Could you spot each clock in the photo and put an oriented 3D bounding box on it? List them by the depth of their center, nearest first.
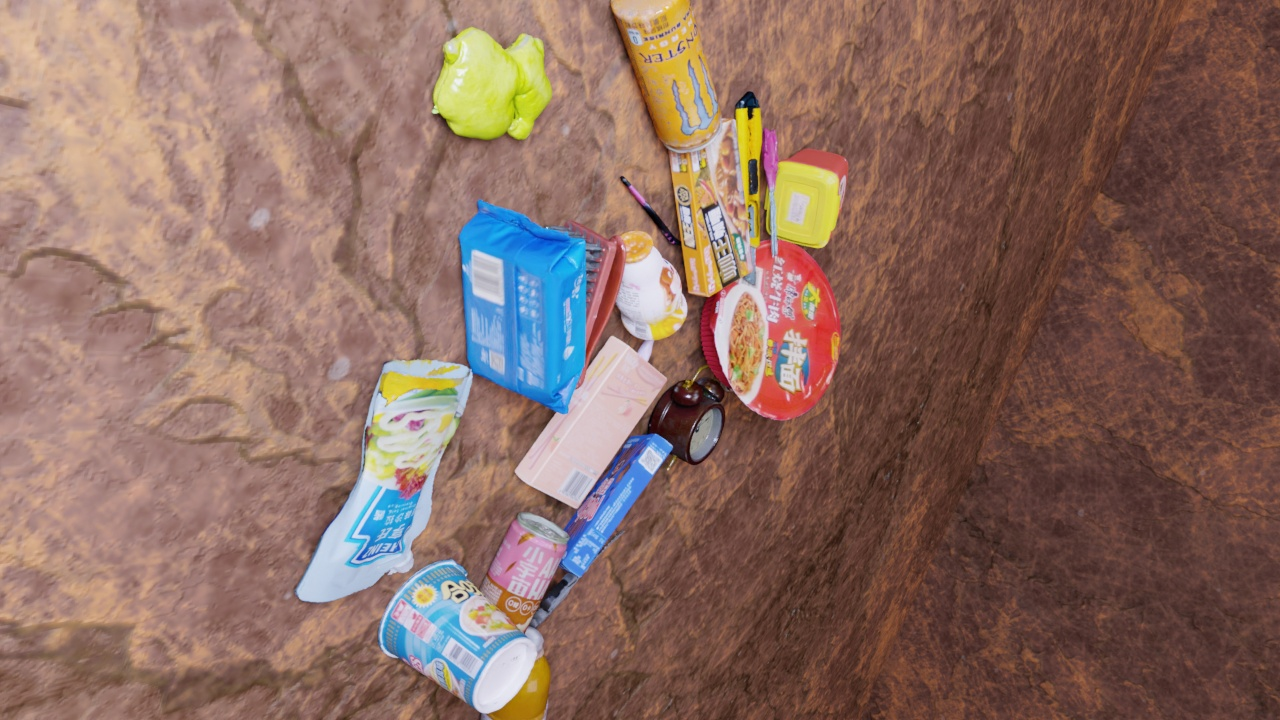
[{"bbox_3d":[0.055,0.060,1.011,0.081,0.055,0.122,-4,115,-55],"label":"clock"}]

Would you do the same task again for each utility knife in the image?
[{"bbox_3d":[0.110,-0.168,0.911,0.033,0.015,0.193,-18,112,-39],"label":"utility knife"}]

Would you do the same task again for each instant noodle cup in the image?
[{"bbox_3d":[-0.152,0.241,0.788,0.099,0.110,0.099,-35,139,-38],"label":"instant noodle cup"},{"bbox_3d":[0.132,-0.033,0.995,0.193,0.066,0.194,1,88,-39],"label":"instant noodle cup"}]

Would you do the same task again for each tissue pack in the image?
[{"bbox_3d":[-0.086,-0.038,0.689,0.052,0.095,0.157,-38,142,-45],"label":"tissue pack"}]

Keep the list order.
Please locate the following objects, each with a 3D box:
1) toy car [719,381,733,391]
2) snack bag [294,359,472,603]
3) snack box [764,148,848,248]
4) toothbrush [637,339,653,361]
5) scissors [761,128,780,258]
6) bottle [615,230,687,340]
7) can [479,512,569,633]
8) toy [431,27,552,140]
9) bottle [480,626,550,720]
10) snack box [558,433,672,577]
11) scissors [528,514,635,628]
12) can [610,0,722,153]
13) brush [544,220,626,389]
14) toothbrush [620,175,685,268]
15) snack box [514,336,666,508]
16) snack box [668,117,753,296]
[{"bbox_3d":[0.128,0.015,1.108,0.090,0.035,0.042,-11,121,-50],"label":"toy car"},{"bbox_3d":[-0.188,0.092,0.693,0.110,0.039,0.191,-8,121,-67],"label":"snack bag"},{"bbox_3d":[0.184,-0.182,1.004,0.079,0.082,0.091,-49,150,-46],"label":"snack box"},{"bbox_3d":[-0.005,0.005,0.915,0.029,0.021,0.189,-73,-176,-78],"label":"toothbrush"},{"bbox_3d":[0.133,-0.170,0.932,0.077,0.017,0.137,-4,94,-76],"label":"scissors"},{"bbox_3d":[0.005,-0.068,0.829,0.063,0.063,0.108,-50,147,-21],"label":"bottle"},{"bbox_3d":[-0.123,0.221,0.866,0.058,0.058,0.147,23,94,-59],"label":"can"},{"bbox_3d":[-0.098,-0.183,0.620,0.100,0.031,0.097,-45,147,-29],"label":"toy"},{"bbox_3d":[-0.130,0.359,0.951,0.067,0.068,0.190,-22,130,-48],"label":"bottle"},{"bbox_3d":[-0.033,0.143,0.926,0.157,0.026,0.085,-54,-171,-15],"label":"snack box"},{"bbox_3d":[-0.063,0.227,0.978,0.159,0.014,0.170,-48,169,1],"label":"scissors"},{"bbox_3d":[0.024,-0.236,0.734,0.058,0.058,0.146,-53,148,-17],"label":"can"},{"bbox_3d":[-0.057,-0.038,0.761,0.069,0.063,0.146,1,114,-42],"label":"brush"},{"bbox_3d":[0.021,-0.122,0.862,0.018,0.014,0.189,-49,148,1],"label":"toothbrush"},{"bbox_3d":[-0.044,0.061,0.871,0.157,0.026,0.084,-55,143,-4],"label":"snack box"},{"bbox_3d":[0.068,-0.144,0.867,0.075,0.026,0.154,-32,123,-39],"label":"snack box"}]
